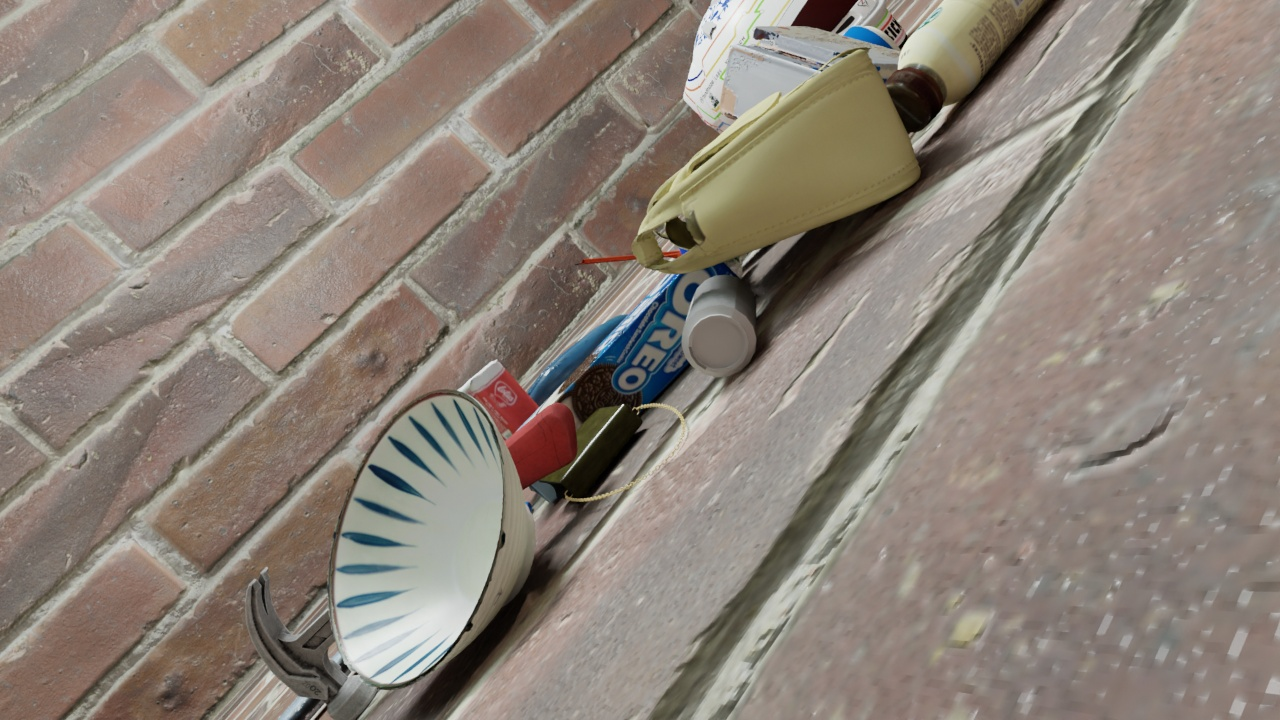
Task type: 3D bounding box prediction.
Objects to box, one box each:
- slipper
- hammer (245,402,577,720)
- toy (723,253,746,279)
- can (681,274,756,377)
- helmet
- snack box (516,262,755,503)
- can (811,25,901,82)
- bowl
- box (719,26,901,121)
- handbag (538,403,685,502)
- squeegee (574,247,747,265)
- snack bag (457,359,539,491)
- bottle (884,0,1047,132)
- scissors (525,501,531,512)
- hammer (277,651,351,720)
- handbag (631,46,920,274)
[{"bbox_3d":[-0.052,0.018,0.931,0.104,0.059,0.213,-54,-10,30],"label":"slipper"},{"bbox_3d":[-0.161,0.134,0.648,0.316,0.126,0.036,-42,8,19],"label":"hammer"},{"bbox_3d":[0.048,-0.058,0.795,0.109,0.041,0.095,-38,-5,21],"label":"toy"},{"bbox_3d":[0.051,-0.025,0.580,0.044,0.044,0.106,-45,7,17],"label":"can"},{"bbox_3d":[0.200,-0.448,1.329,0.230,0.236,0.315,-53,9,-32],"label":"helmet"},{"bbox_3d":[-0.012,0.009,0.713,0.226,0.059,0.059,-45,10,4],"label":"snack box"},{"bbox_3d":[0.201,-0.270,0.950,0.146,0.079,0.079,-47,7,-1],"label":"can"},{"bbox_3d":[-0.114,0.112,0.564,0.178,0.070,0.177,-21,58,39],"label":"bowl"},{"bbox_3d":[0.167,-0.254,0.863,0.216,0.096,0.105,48,130,55],"label":"box"},{"bbox_3d":[-0.012,0.061,0.597,0.084,0.027,0.178,-51,13,-19],"label":"handbag"},{"bbox_3d":[0.088,-0.123,0.848,0.185,0.055,0.248,-29,-10,39],"label":"squeegee"},{"bbox_3d":[-0.110,0.058,0.802,0.036,0.116,0.077,-43,4,-30],"label":"snack bag"},{"bbox_3d":[0.223,-0.223,0.626,0.161,0.056,0.057,-48,7,-16],"label":"bottle"},{"bbox_3d":[-0.126,0.158,0.733,0.105,0.019,0.131,-47,5,18],"label":"scissors"},{"bbox_3d":[-0.269,0.269,0.898,0.325,0.036,0.141,-50,9,-24],"label":"hammer"},{"bbox_3d":[0.080,-0.133,0.634,0.191,0.088,0.232,-25,11,9],"label":"handbag"}]
